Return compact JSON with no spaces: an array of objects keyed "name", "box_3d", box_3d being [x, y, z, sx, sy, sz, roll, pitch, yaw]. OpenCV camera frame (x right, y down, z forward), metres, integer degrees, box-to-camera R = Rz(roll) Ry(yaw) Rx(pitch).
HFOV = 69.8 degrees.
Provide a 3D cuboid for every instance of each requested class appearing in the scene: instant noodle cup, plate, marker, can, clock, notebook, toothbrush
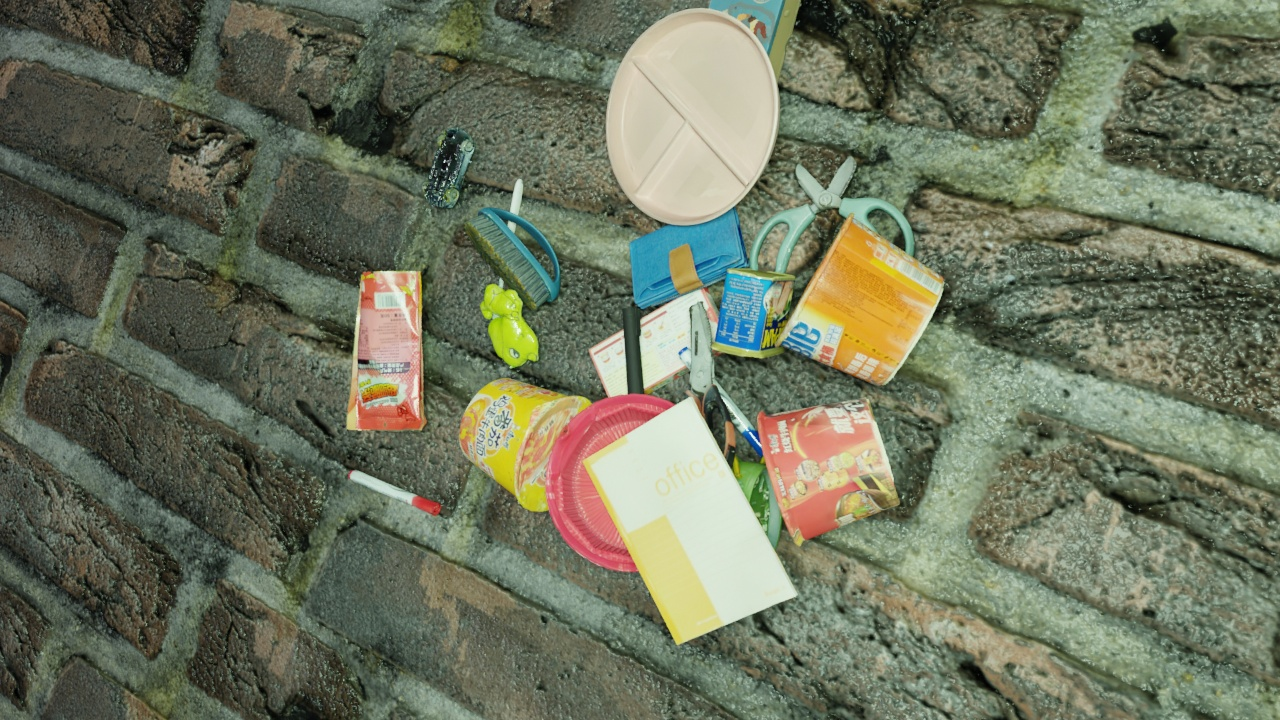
[{"name":"instant noodle cup","box_3d":[0.186,0.100,0.899,0.109,0.138,0.137,-18,76,13]},{"name":"instant noodle cup","box_3d":[0.215,-0.052,0.893,0.111,0.151,0.151,29,95,6]},{"name":"plate","box_3d":[0.056,-0.264,1.006,0.230,0.028,0.229,5,98,39]},{"name":"marker","box_3d":[0.090,0.044,0.992,0.017,0.017,0.146,-41,81,14]},{"name":"can","box_3d":[0.119,-0.051,0.952,0.057,0.102,0.083,14,102,25]},{"name":"marker","box_3d":[-0.317,0.168,1.175,0.145,0.017,0.017,16,90,25]},{"name":"clock","box_3d":[0.101,0.171,0.930,0.056,0.116,0.161,2,88,30]},{"name":"notebook","box_3d":[0.042,0.157,0.883,0.146,0.010,0.206,-32,81,29]},{"name":"instant noodle cup","box_3d":[-0.005,0.131,0.970,0.194,0.066,0.193,0,86,-6]},{"name":"toothbrush","box_3d":[-0.163,-0.139,1.148,0.016,0.016,0.180,8,87,17]},{"name":"marker","box_3d":[-0.006,0.006,1.024,0.022,0.020,0.132,-8,83,35]},{"name":"instant noodle cup","box_3d":[-0.130,0.087,1.044,0.110,0.138,0.138,23,93,33]}]

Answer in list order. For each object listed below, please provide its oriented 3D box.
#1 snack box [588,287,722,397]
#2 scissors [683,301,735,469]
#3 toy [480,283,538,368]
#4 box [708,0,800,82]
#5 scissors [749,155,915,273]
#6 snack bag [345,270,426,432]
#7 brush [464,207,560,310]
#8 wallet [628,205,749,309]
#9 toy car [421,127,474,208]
[{"name":"snack box","box_3d":[0.022,-0.014,1.041,0.156,0.027,0.077,-29,73,18]},{"name":"scissors","box_3d":[0.051,0.033,0.947,0.182,0.015,0.209,-50,42,7]},{"name":"toy","box_3d":[-0.160,-0.040,1.114,0.097,0.031,0.100,19,118,35]},{"name":"box","box_3d":[0.126,-0.388,1.025,0.090,0.063,0.184,14,91,25]},{"name":"scissors","box_3d":[0.203,-0.127,0.980,0.170,0.019,0.175,42,100,24]},{"name":"snack bag","box_3d":[-0.325,-0.012,1.182,0.129,0.073,0.208,-1,88,28]},{"name":"brush","box_3d":[-0.146,-0.130,1.113,0.073,0.055,0.144,-37,81,-19]},{"name":"wallet","box_3d":[0.050,-0.118,1.023,0.133,0.040,0.106,-22,49,20]},{"name":"toy car","box_3d":[-0.247,-0.249,1.192,0.049,0.031,0.105,19,92,24]}]
